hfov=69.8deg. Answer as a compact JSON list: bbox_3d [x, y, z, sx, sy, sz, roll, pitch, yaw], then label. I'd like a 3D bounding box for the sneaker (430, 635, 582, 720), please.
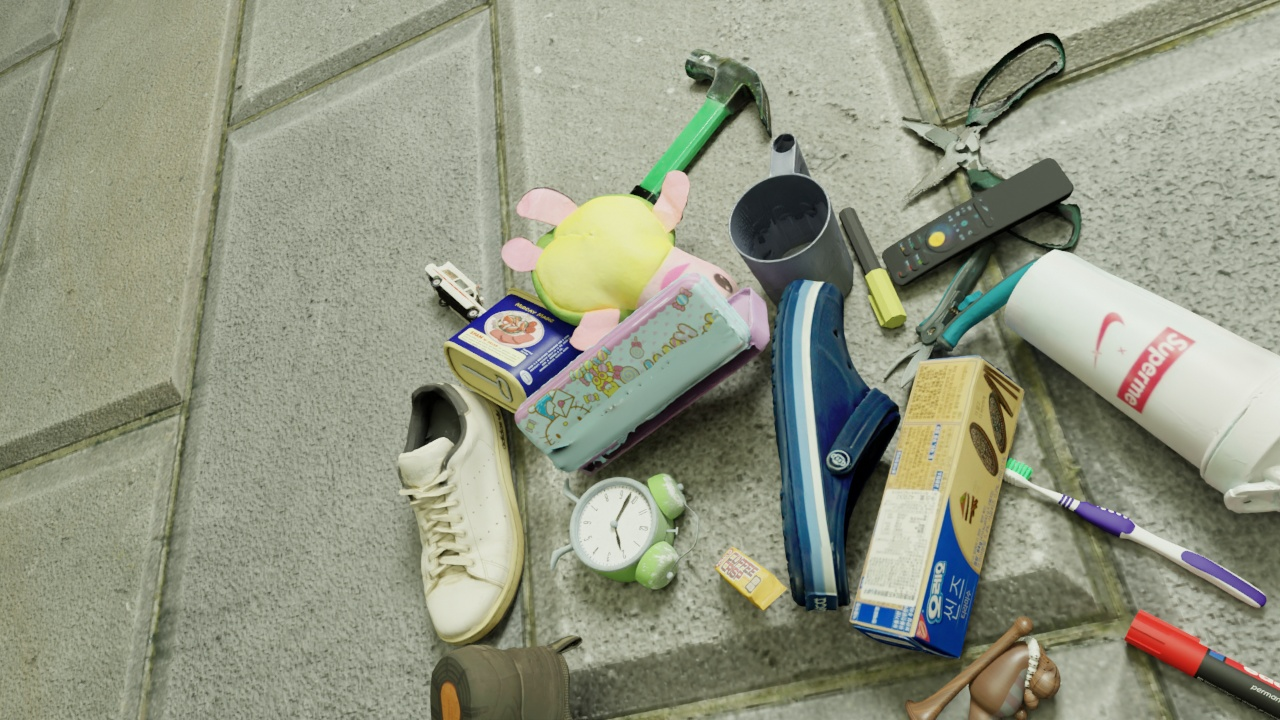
[{"bbox_3d":[-0.075,0.312,0.682,0.101,0.142,0.238,6,100,50],"label":"sneaker"}]

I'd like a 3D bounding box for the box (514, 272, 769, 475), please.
[{"bbox_3d":[-0.006,0.005,0.743,0.215,0.092,0.089,-38,26,28],"label":"box"}]

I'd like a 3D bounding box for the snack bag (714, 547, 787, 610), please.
[{"bbox_3d":[0.080,0.162,0.685,0.026,0.020,0.099,-46,13,-7],"label":"snack bag"}]

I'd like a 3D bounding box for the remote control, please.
[{"bbox_3d":[0.271,-0.110,0.745,0.152,0.020,0.041,-29,55,18],"label":"remote control"}]

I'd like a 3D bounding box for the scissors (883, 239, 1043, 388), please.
[{"bbox_3d":[0.253,-0.044,0.722,0.156,0.019,0.124,-34,24,37],"label":"scissors"}]

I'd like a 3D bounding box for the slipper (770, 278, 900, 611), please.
[{"bbox_3d":[0.147,0.060,0.689,0.095,0.105,0.252,-3,65,14],"label":"slipper"}]

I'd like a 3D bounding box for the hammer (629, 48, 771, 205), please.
[{"bbox_3d":[0.010,-0.168,0.911,0.130,0.032,0.318,36,85,34],"label":"hammer"}]

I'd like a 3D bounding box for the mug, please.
[{"bbox_3d":[0.132,-0.111,0.776,0.084,0.104,0.123,-5,63,24],"label":"mug"}]

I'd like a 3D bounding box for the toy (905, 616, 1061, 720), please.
[{"bbox_3d":[0.230,0.215,0.601,0.055,0.041,0.102,43,100,-3],"label":"toy"}]

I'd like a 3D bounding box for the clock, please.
[{"bbox_3d":[-0.008,0.139,0.758,0.119,0.042,0.094,-2,66,26],"label":"clock"}]

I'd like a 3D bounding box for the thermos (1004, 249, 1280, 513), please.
[{"bbox_3d":[0.355,0.010,0.617,0.099,0.099,0.220,-45,50,0],"label":"thermos"}]

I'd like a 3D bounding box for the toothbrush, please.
[{"bbox_3d":[0.323,0.111,0.624,0.187,0.015,0.016,29,76,34],"label":"toothbrush"}]

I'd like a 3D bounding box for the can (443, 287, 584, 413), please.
[{"bbox_3d":[-0.113,-0.008,0.854,0.116,0.057,0.092,25,52,34],"label":"can"}]

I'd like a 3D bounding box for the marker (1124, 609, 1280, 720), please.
[{"bbox_3d":[0.372,0.198,0.553,0.145,0.021,0.023,27,57,34],"label":"marker"}]

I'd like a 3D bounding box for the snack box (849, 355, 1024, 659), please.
[{"bbox_3d":[0.212,0.102,0.651,0.056,0.057,0.206,-5,60,55],"label":"snack box"}]

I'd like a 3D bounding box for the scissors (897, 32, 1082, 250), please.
[{"bbox_3d":[0.319,-0.187,0.777,0.201,0.015,0.201,-46,57,0],"label":"scissors"}]

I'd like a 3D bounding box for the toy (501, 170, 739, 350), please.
[{"bbox_3d":[-0.016,-0.085,0.826,0.238,0.088,0.189,22,71,18],"label":"toy"}]

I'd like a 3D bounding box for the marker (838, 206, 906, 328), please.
[{"bbox_3d":[0.195,-0.081,0.783,0.021,0.017,0.123,-46,46,39],"label":"marker"}]

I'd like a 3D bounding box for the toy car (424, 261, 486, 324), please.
[{"bbox_3d":[-0.181,-0.064,0.951,0.039,0.039,0.113,-37,53,-21],"label":"toy car"}]

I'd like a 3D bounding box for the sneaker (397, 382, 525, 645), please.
[{"bbox_3d":[-0.167,0.122,0.807,0.089,0.102,0.241,-19,58,17],"label":"sneaker"}]
